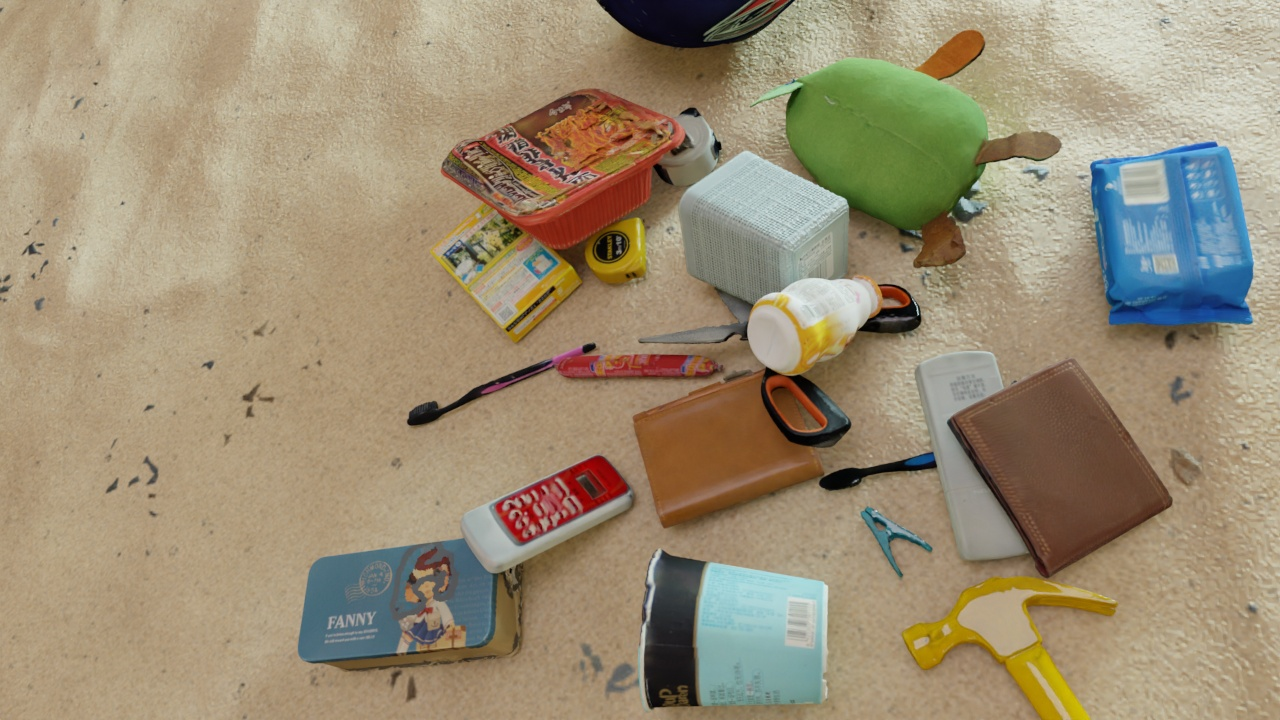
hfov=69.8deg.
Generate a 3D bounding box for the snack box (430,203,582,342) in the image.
[{"bbox_3d":[-0.131,-0.090,0.879,0.087,0.034,0.140,-43,59,-5],"label":"snack box"}]

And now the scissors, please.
[{"bbox_3d":[0.115,-0.014,0.735,0.234,0.022,0.220,-12,45,2],"label":"scissors"}]

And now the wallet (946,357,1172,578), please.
[{"bbox_3d":[0.281,0.069,0.623,0.101,0.032,0.124,-25,72,-9],"label":"wallet"}]

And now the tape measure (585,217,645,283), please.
[{"bbox_3d":[-0.021,-0.098,0.844,0.057,0.029,0.060,-10,61,14],"label":"tape measure"}]

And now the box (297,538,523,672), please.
[{"bbox_3d":[-0.186,0.196,0.731,0.184,0.061,0.089,-11,60,12],"label":"box"}]

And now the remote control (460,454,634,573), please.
[{"bbox_3d":[-0.071,0.117,0.717,0.135,0.020,0.056,-21,53,-30],"label":"remote control"}]

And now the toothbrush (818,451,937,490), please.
[{"bbox_3d":[0.226,0.071,0.677,0.190,0.016,0.014,-14,57,9],"label":"toothbrush"}]

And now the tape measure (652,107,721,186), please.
[{"bbox_3d":[0.041,-0.201,0.874,0.066,0.033,0.066,-32,57,3],"label":"tape measure"}]

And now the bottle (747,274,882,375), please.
[{"bbox_3d":[0.134,-0.032,0.688,0.108,0.063,0.063,-24,52,-31],"label":"bottle"}]

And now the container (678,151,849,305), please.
[{"bbox_3d":[0.104,-0.101,0.748,0.090,0.090,0.111,-38,49,-24],"label":"container"}]

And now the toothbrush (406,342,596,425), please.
[{"bbox_3d":[-0.127,0.019,0.831,0.189,0.014,0.017,-22,46,7],"label":"toothbrush"}]

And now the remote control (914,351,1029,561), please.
[{"bbox_3d":[0.240,0.066,0.653,0.058,0.021,0.150,-9,69,4],"label":"remote control"}]

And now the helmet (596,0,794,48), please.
[{"bbox_3d":[0.083,-0.443,0.854,0.315,0.247,0.240,-44,39,3],"label":"helmet"}]

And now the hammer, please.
[{"bbox_3d":[0.286,0.264,0.541,0.129,0.033,0.300,-29,57,5],"label":"hammer"}]

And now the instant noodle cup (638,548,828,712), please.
[{"bbox_3d":[0.067,0.188,0.625,0.120,0.111,0.111,1,64,11],"label":"instant noodle cup"}]

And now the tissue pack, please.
[{"bbox_3d":[0.389,-0.091,0.678,0.095,0.052,0.156,-3,62,21],"label":"tissue pack"}]

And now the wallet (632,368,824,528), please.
[{"bbox_3d":[0.065,0.064,0.725,0.132,0.031,0.107,-20,57,4],"label":"wallet"}]

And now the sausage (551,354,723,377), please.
[{"bbox_3d":[-0.005,0.005,0.790,0.156,0.020,0.020,-1,63,19],"label":"sausage"}]

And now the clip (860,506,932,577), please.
[{"bbox_3d":[0.180,0.127,0.662,0.034,0.013,0.054,-38,59,-3],"label":"clip"}]

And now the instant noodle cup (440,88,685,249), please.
[{"bbox_3d":[-0.068,-0.176,0.848,0.188,0.079,0.164,-34,46,-21],"label":"instant noodle cup"}]

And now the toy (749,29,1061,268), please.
[{"bbox_3d":[0.211,-0.180,0.769,0.227,0.090,0.246,-49,54,7],"label":"toy"}]
